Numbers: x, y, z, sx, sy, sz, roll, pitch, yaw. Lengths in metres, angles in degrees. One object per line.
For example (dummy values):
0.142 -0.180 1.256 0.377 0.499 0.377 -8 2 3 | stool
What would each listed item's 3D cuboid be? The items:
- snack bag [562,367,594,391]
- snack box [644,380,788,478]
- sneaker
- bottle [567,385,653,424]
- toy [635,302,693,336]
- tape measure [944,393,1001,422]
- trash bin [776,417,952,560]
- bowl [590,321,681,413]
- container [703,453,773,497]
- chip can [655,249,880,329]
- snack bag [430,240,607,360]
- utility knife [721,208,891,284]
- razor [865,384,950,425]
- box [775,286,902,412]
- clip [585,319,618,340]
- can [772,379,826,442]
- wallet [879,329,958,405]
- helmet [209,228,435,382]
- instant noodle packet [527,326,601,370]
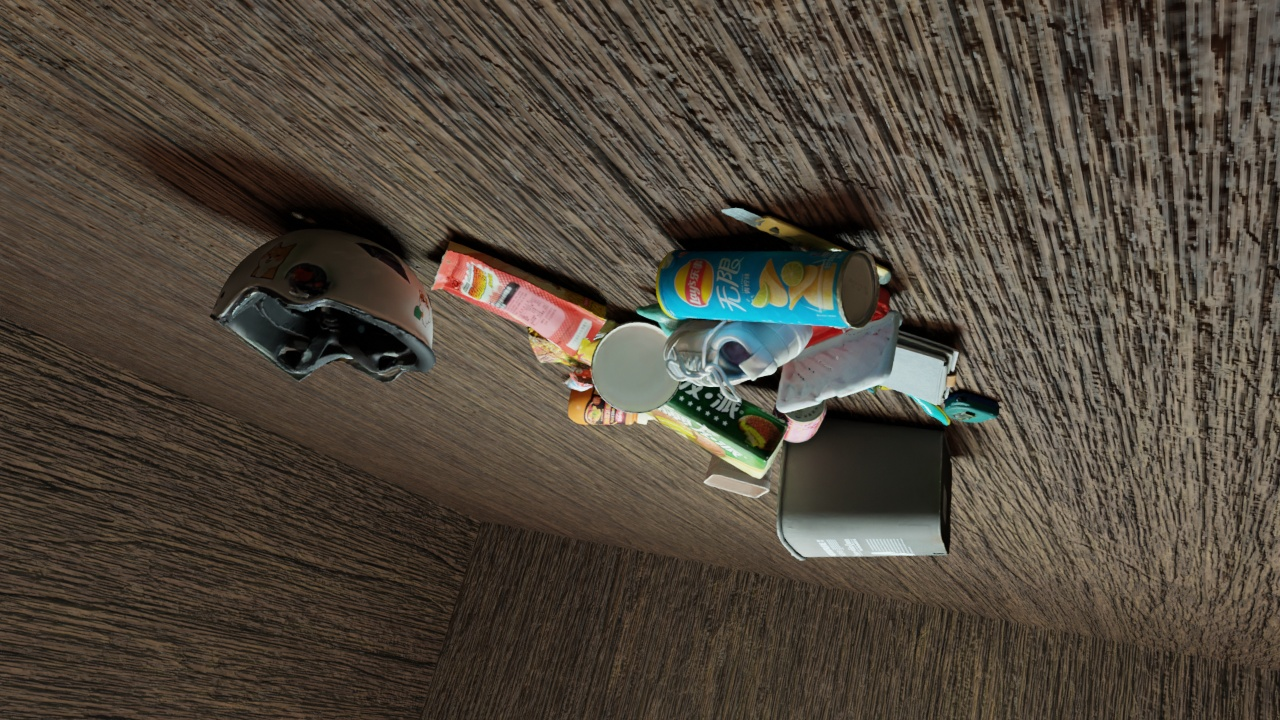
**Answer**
-0.084 0.028 1.294 0.045 0.026 0.105 7 171 -9 | snack bag
0.080 0.068 1.254 0.240 0.063 0.114 29 165 12 | snack box
0.084 0.003 0.991 0.089 0.090 0.243 48 155 -11 | sneaker
-0.040 0.076 1.483 0.149 0.066 0.067 7 161 3 | bottle
0.048 -0.046 1.096 0.096 0.030 0.092 4 165 10 | toy
0.401 0.060 1.123 0.058 0.025 0.055 19 161 -8 | tape measure
0.326 0.188 1.316 0.220 0.198 0.199 1 157 24 | trash bin
-0.007 0.007 1.174 0.116 0.116 0.066 18 -178 -7 | bowl
0.160 0.144 1.428 0.090 0.110 0.090 16 162 -2 | container
0.115 -0.070 0.869 0.211 0.071 0.071 6 160 42 | chip can
-0.150 -0.075 1.126 0.208 0.073 0.129 25 156 -13 | snack bag
0.159 -0.109 0.851 0.182 0.019 0.031 25 156 -14 | utility knife
0.334 0.048 1.139 0.132 0.028 0.043 24 -177 -16 | razor
0.178 -0.015 0.969 0.094 0.100 0.201 21 160 -18 | box
-0.051 -0.040 1.200 0.058 0.026 0.037 -4 162 33 | clip
0.213 0.068 1.232 0.066 0.066 0.094 13 162 7 | can
0.299 0.002 1.022 0.107 0.037 0.130 20 163 21 | wallet
-0.378 -0.079 1.142 0.274 0.156 0.230 -1 156 15 | helmet
-0.088 -0.014 1.276 0.128 0.044 0.111 13 166 6 | instant noodle packet
